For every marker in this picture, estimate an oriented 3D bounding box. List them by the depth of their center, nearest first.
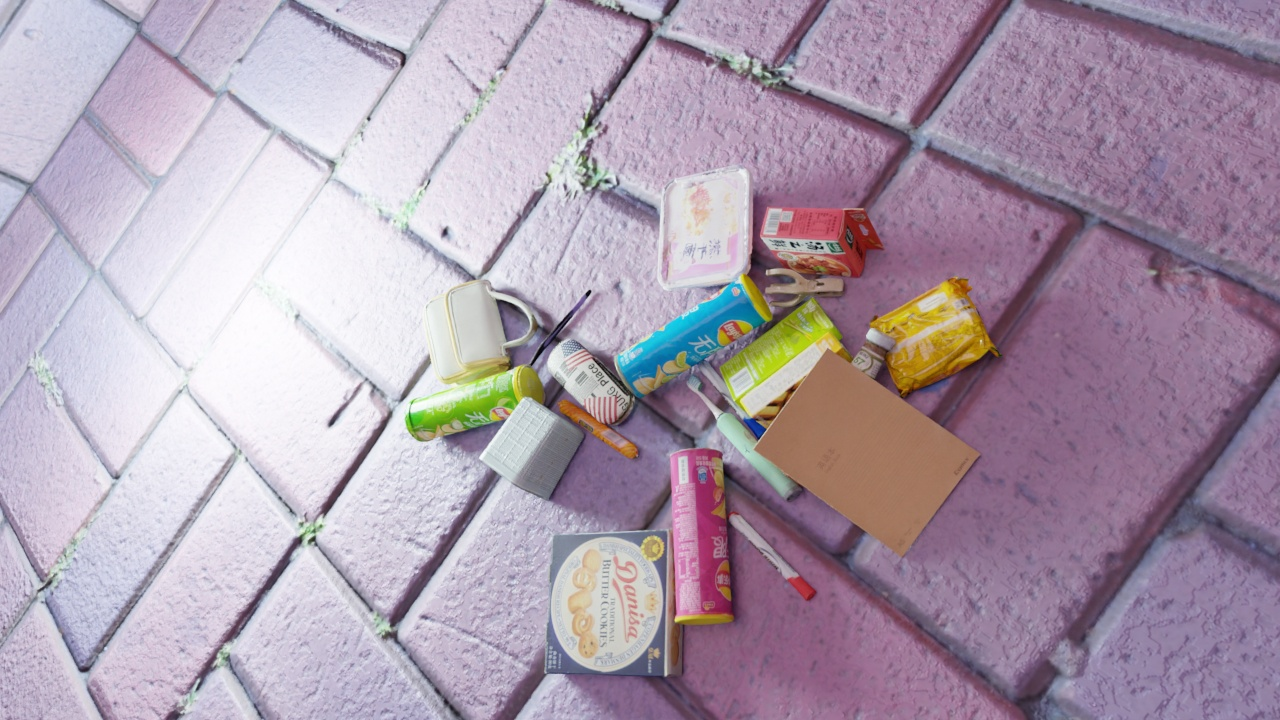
[{"bbox_3d":[0.158,0.237,1.124,0.017,0.017,0.145,-50,57,4],"label":"marker"},{"bbox_3d":[0.120,0.049,1.215,0.017,0.017,0.145,-44,57,8],"label":"marker"}]

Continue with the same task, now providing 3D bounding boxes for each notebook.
[{"bbox_3d":[0.260,0.106,1.064,0.211,0.012,0.149,36,93,7],"label":"notebook"}]

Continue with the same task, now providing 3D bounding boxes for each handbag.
[{"bbox_3d":[-0.249,-0.052,1.436,0.179,0.063,0.163,-25,63,15],"label":"handbag"}]

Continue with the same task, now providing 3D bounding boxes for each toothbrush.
[{"bbox_3d":[0.128,0.097,1.188,0.224,0.026,0.027,48,119,33],"label":"toothbrush"},{"bbox_3d":[-0.137,-0.036,1.392,0.189,0.014,0.017,-50,44,4],"label":"toothbrush"}]

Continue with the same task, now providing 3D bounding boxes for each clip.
[{"bbox_3d":[0.210,-0.092,1.214,0.102,0.094,0.035,7,70,-9],"label":"clip"}]

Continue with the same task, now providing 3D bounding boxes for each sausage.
[{"bbox_3d":[-0.061,0.096,1.295,0.165,0.021,0.021,31,88,34],"label":"sausage"}]

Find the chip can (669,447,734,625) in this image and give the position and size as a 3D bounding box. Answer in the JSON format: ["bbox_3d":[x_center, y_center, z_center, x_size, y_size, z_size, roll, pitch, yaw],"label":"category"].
[{"bbox_3d":[0.075,0.218,1.145,0.072,0.071,0.210,-12,66,25],"label":"chip can"}]

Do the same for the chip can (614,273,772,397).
[{"bbox_3d":[0.069,-0.031,1.225,0.211,0.071,0.071,-32,60,17],"label":"chip can"}]

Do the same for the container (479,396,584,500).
[{"bbox_3d":[-0.149,0.122,1.297,0.090,0.090,0.111,30,84,34],"label":"container"}]

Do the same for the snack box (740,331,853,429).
[{"bbox_3d":[0.199,0.030,1.136,0.140,0.087,0.033,-40,57,10],"label":"snack box"}]

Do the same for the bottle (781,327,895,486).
[{"bbox_3d":[0.240,0.057,1.101,0.060,0.059,0.206,34,100,34],"label":"bottle"}]

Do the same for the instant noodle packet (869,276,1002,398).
[{"bbox_3d":[0.352,-0.028,1.099,0.129,0.044,0.110,-27,67,22],"label":"instant noodle packet"}]

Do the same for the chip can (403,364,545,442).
[{"bbox_3d":[-0.254,0.067,1.383,0.222,0.072,0.072,-16,65,23],"label":"chip can"}]

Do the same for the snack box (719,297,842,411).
[{"bbox_3d":[0.178,-0.009,1.177,0.156,0.026,0.085,-38,29,12],"label":"snack box"}]

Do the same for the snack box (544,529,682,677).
[{"bbox_3d":[-0.034,0.312,1.186,0.183,0.045,0.177,-9,68,27],"label":"snack box"}]

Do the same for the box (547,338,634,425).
[{"bbox_3d":[-0.070,0.032,1.317,0.071,0.060,0.164,-38,57,-11],"label":"box"}]

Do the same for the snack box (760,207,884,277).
[{"bbox_3d":[0.232,-0.150,1.168,0.127,0.113,0.044,7,74,31],"label":"snack box"}]

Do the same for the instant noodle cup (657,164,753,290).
[{"bbox_3d":[0.099,-0.176,1.284,0.138,0.060,0.173,-7,70,27],"label":"instant noodle cup"}]
